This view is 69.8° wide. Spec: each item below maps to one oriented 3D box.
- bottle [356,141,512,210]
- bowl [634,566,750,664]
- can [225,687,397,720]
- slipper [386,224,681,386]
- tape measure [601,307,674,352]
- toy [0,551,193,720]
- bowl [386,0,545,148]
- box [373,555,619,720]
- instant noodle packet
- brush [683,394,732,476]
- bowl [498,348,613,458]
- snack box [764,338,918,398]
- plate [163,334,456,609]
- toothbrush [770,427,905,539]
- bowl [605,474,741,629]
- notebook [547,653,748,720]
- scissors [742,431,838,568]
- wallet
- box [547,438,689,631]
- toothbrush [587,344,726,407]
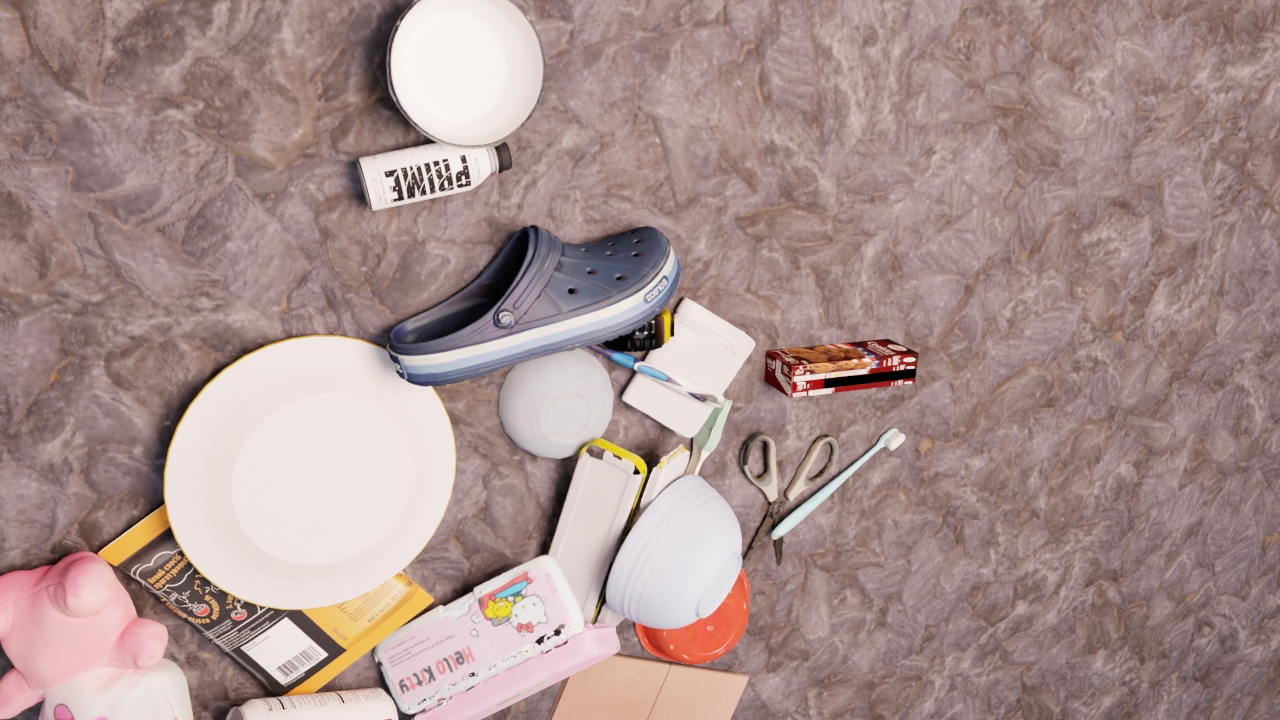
[{"bbox_3d":[-0.158,-0.149,0.715,0.116,0.041,0.041,-16,113,-16],"label":"bottle"},{"bbox_3d":[0.062,0.262,0.938,0.130,0.045,0.131,-7,110,-20],"label":"bowl"},{"bbox_3d":[-0.284,0.325,0.794,0.132,0.070,0.070,10,104,-40],"label":"can"},{"bbox_3d":[-0.084,-0.057,0.739,0.252,0.105,0.095,-23,115,-13],"label":"slipper"},{"bbox_3d":[-0.006,-0.032,0.802,0.067,0.062,0.038,-6,110,-18],"label":"tape measure"},{"bbox_3d":[-0.424,0.252,0.720,0.142,0.084,0.213,-16,110,7],"label":"toy"},{"bbox_3d":[-0.134,-0.219,0.686,0.116,0.065,0.116,-7,110,-19],"label":"bowl"},{"bbox_3d":[-0.132,0.261,0.843,0.202,0.103,0.101,-29,161,11],"label":"box"},{"bbox_3d":[-0.306,0.184,0.774,0.160,0.032,0.221,-37,117,-4],"label":"instant noodle packet"},{"bbox_3d":[0.040,0.133,0.895,0.012,0.033,0.218,16,103,-25],"label":"brush"},{"bbox_3d":[-0.070,0.042,0.815,0.106,0.039,0.106,-7,110,-19],"label":"bowl"},{"bbox_3d":[0.197,0.006,0.901,0.140,0.051,0.032,-6,109,-20],"label":"snack box"},{"bbox_3d":[-0.257,0.094,0.742,0.229,0.021,0.230,-6,102,-30],"label":"plate"},{"bbox_3d":[0.206,0.129,0.959,0.180,0.016,0.016,-37,127,-10],"label":"toothbrush"},{"bbox_3d":[0.044,0.187,0.841,0.150,0.075,0.151,-39,146,-34],"label":"bowl"},{"bbox_3d":[0.002,0.382,0.976,0.209,0.008,0.141,18,101,-26],"label":"notebook"},{"bbox_3d":[0.145,0.135,0.946,0.157,0.012,0.169,-38,121,-7],"label":"scissors"},{"bbox_3d":[0.043,0.006,0.855,0.086,0.032,0.116,35,95,-17],"label":"wallet"},{"bbox_3d":[-0.028,0.162,0.863,0.084,0.079,0.211,25,115,15],"label":"box"},{"bbox_3d":[-0.005,0.005,0.820,0.189,0.017,0.016,23,102,-14],"label":"toothbrush"}]
